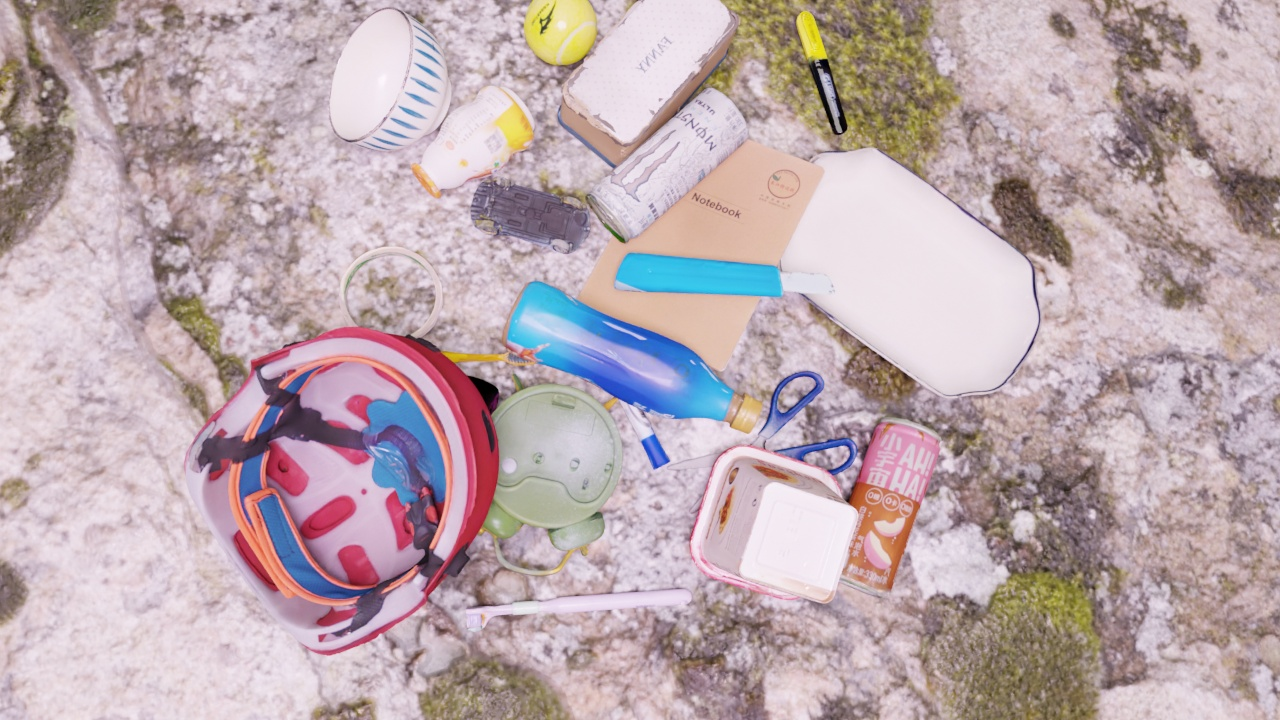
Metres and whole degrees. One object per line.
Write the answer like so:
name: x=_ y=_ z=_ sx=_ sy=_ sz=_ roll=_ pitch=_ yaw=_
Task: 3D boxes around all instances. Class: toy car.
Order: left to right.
toy car: x=-0.095 y=-0.125 z=0.803 sx=0.105 sy=0.031 sz=0.049 roll=15 pitch=80 yaw=-3

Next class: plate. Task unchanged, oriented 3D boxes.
plate: x=0.239 y=-0.078 z=0.837 sx=0.265 sy=0.034 sz=0.162 roll=35 pitch=79 yaw=-1

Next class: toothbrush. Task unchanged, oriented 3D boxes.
toothbrush: x=-0.179 y=-0.003 z=0.780 sx=0.191 sy=0.018 sz=0.016 roll=0 pitch=79 yaw=-7
toothbrush: x=-0.049 y=0.205 z=0.764 sx=0.189 sy=0.029 sz=0.021 roll=-4 pitch=44 yaw=-9

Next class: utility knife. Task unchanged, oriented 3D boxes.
utility knife: x=0.071 y=-0.070 z=0.782 sx=0.188 sy=0.018 sz=0.034 roll=5 pitch=85 yaw=10

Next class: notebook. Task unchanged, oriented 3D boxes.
notebook: x=0.053 y=-0.109 z=0.811 sx=0.148 sy=0.008 sz=0.207 roll=25 pitch=79 yaw=15

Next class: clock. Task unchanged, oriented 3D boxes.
clock: x=-0.078 y=0.096 z=0.759 sx=0.116 sy=0.056 sz=0.161 roll=13 pitch=80 yaw=-5

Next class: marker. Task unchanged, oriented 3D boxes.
marker: x=-0.015 y=0.027 z=0.798 sx=0.017 sy=0.017 sz=0.145 roll=-27 pitch=85 yaw=-11
marker: x=0.172 y=-0.272 z=0.869 sx=0.018 sy=0.015 sz=0.124 roll=-16 pitch=85 yaw=-6

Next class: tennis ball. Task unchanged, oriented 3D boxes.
tennis ball: x=-0.071 y=-0.297 z=0.816 sx=0.065 sy=0.065 sz=0.065 roll=1 pitch=81 yaw=-7

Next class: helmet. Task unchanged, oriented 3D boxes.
helmet: x=-0.196 y=0.077 z=0.685 sx=0.240 sy=0.143 sz=0.207 roll=-41 pitch=86 yaw=17

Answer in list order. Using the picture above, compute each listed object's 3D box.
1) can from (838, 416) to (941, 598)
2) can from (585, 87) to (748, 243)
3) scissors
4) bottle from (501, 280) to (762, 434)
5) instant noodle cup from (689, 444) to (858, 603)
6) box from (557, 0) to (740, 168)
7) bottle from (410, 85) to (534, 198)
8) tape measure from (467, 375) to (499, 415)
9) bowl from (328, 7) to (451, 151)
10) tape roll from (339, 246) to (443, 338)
can: x=0.209 y=0.126 z=0.789 sx=0.058 sy=0.058 sz=0.147 roll=23 pitch=79 yaw=-3
can: x=0.024 y=-0.169 z=0.797 sx=0.146 sy=0.058 sz=0.058 roll=-41 pitch=88 yaw=-5
scissors: x=0.115 y=0.080 z=0.809 sx=0.160 sy=0.012 sz=0.163 roll=27 pitch=81 yaw=-2
bottle: x=-0.004 y=0.004 z=0.758 sx=0.218 sy=0.065 sz=0.065 roll=24 pitch=79 yaw=1
instant noodle cup: x=0.111 y=0.136 z=0.736 sx=0.116 sy=0.124 sz=0.116 roll=18 pitch=87 yaw=-6
box: x=0.003 y=-0.257 z=0.824 sx=0.090 sy=0.061 sz=0.184 roll=42 pitch=81 yaw=1
bottle: x=-0.145 y=-0.186 z=0.790 sx=0.108 sy=0.063 sz=0.063 roll=-41 pitch=88 yaw=-12
tape measure: x=-0.144 y=0.042 z=0.758 sx=0.039 sy=0.057 sz=0.057 roll=22 pitch=121 yaw=0
bowl: x=-0.204 y=-0.229 z=0.778 sx=0.066 sy=0.117 sz=0.116 roll=16 pitch=75 yaw=-49
tape roll: x=-0.214 y=-0.055 z=0.787 sx=0.085 sy=0.014 sz=0.085 roll=1 pitch=81 yaw=-7
